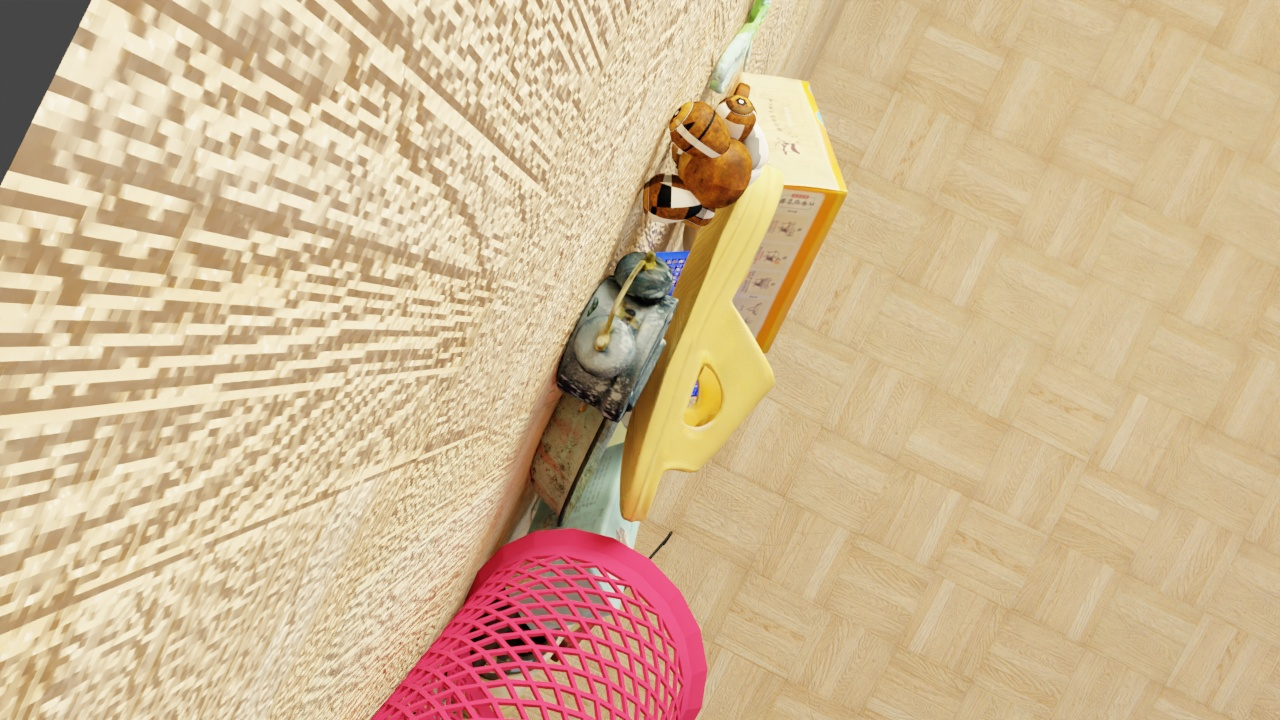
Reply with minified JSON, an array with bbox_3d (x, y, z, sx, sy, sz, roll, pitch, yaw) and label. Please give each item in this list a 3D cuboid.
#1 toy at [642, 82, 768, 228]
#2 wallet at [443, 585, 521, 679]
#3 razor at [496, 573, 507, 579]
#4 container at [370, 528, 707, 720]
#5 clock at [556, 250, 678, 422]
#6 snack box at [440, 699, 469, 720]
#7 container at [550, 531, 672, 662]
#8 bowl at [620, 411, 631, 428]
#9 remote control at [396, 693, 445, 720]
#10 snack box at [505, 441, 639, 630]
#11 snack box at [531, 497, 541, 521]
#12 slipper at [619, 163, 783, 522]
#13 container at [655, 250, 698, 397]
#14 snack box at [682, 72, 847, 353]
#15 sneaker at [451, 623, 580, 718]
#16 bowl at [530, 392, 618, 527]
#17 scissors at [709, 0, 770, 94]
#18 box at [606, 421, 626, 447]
[{"bbox_3d":[0.046,-0.130,0.575,0.112,0.067,0.087,-76,-172,-58],"label":"toy"},{"bbox_3d":[-0.113,0.209,0.734,0.092,0.018,0.115,-65,167,16],"label":"wallet"},{"bbox_3d":[-0.114,0.178,0.747,0.042,0.026,0.106,-61,172,-18],"label":"razor"},{"bbox_3d":[-0.076,0.225,0.542,0.183,0.183,0.225,-65,169,17],"label":"container"},{"bbox_3d":[-0.012,-0.015,0.573,0.090,0.052,0.130,-62,177,-29],"label":"clock"},{"bbox_3d":[-0.182,0.354,0.854,0.088,0.040,0.126,-64,177,1],"label":"snack box"},{"bbox_3d":[-0.069,0.257,1.132,0.200,0.127,0.148,-50,171,-30],"label":"container"},{"bbox_3d":[-0.005,0.005,0.838,0.110,0.040,0.109,-53,-161,27],"label":"bowl"},{"bbox_3d":[-0.162,0.261,0.660,0.038,0.018,0.126,-63,175,-17],"label":"remote control"},{"bbox_3d":[-0.046,0.140,0.752,0.075,0.053,0.174,-20,-156,19],"label":"snack box"},{"bbox_3d":[-0.079,0.136,0.914,0.081,0.026,0.150,-62,176,-21],"label":"snack box"},{"bbox_3d":[0.054,-0.008,0.642,0.099,0.078,0.263,-161,-88,-78],"label":"slipper"},{"bbox_3d":[0.032,-0.029,0.753,0.096,0.058,0.114,111,-29,-58],"label":"container"},{"bbox_3d":[0.091,-0.123,0.791,0.196,0.080,0.145,109,-20,-49],"label":"snack box"},{"bbox_3d":[-0.101,0.235,0.898,0.240,0.089,0.102,-48,159,-58],"label":"sneaker"},{"bbox_3d":[-0.042,0.047,0.698,0.157,0.038,0.157,-63,177,-7],"label":"bowl"},{"bbox_3d":[0.081,-0.243,0.652,0.171,0.023,0.168,91,20,-77],"label":"scissors"},{"bbox_3d":[-0.030,0.075,1.022,0.188,0.089,0.077,-62,157,13],"label":"box"}]
